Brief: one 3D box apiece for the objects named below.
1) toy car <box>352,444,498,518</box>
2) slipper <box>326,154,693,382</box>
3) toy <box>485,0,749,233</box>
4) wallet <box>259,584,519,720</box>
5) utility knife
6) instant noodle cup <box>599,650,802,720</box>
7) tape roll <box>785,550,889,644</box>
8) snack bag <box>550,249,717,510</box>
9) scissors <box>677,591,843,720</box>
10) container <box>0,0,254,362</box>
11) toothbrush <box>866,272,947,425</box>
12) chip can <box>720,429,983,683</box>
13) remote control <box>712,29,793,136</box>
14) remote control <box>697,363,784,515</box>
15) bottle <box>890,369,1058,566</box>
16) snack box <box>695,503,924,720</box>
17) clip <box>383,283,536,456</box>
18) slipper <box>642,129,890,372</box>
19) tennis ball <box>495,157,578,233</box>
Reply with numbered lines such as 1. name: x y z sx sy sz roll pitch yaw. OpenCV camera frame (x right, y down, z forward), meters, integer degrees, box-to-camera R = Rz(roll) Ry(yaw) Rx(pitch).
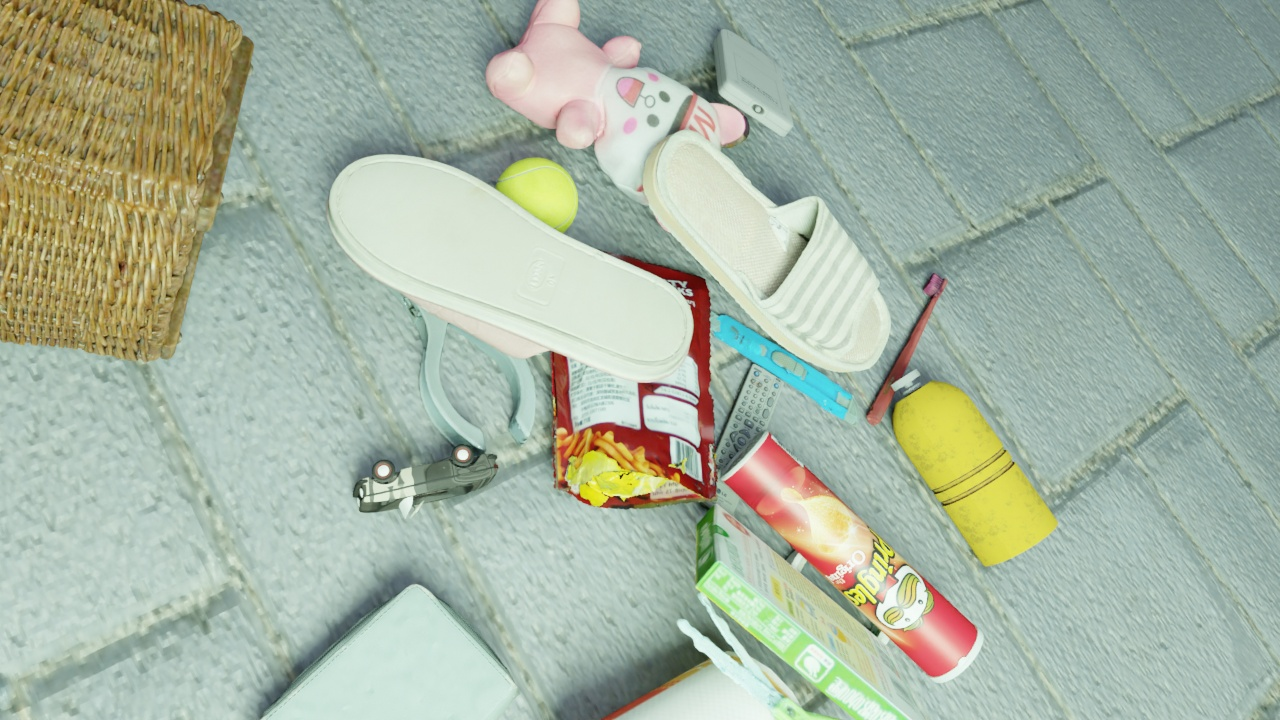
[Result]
1. toy car: -0.140 0.082 0.602 0.092 0.040 0.037 -10 73 -24
2. slipper: -0.092 -0.059 0.652 0.274 0.055 0.114 26 59 -2
3. toy: -0.019 -0.209 0.772 0.213 0.084 0.141 31 58 -6
4. wallet: -0.148 0.207 0.535 0.100 0.054 0.131 43 58 11
5. utility knife: 0.110 -0.001 0.769 0.185 0.015 0.031 30 53 -6
6. instant noodle cup: 0.033 0.250 0.558 0.120 0.124 0.123 -23 77 -38
7. tape roll: 0.149 0.182 0.695 0.093 0.018 0.093 10 63 -19
8. snack bag: -0.004 0.004 0.688 0.138 0.067 0.207 7 61 -15
9. scissors: 0.088 0.204 0.548 0.175 0.032 0.092 55 39 6
10. container: -0.331 -0.104 0.500 0.183 0.251 0.162 13 61 -27
11. toothbrush: 0.242 -0.015 0.832 0.016 0.016 0.189 35 57 1
12. chip can: 0.153 0.142 0.673 0.214 0.052 0.051 43 57 1
13. remote control: 0.102 -0.261 0.855 0.074 0.019 0.150 28 34 -19
14. remote control: 0.080 0.062 0.725 0.033 0.013 0.136 32 58 -6
15. bottle: 0.267 0.082 0.765 0.070 0.071 0.164 -27 79 -31
16. snack box: 0.107 0.171 0.602 0.168 0.132 0.027 40 97 -1
17. clip: -0.114 -0.013 0.670 0.114 0.028 0.163 -18 75 -31
18. slipper: 0.114 -0.086 0.751 0.272 0.054 0.114 35 69 -23
19. tennis ball: -0.081 -0.125 0.714 0.065 0.065 0.065 10 63 -19
